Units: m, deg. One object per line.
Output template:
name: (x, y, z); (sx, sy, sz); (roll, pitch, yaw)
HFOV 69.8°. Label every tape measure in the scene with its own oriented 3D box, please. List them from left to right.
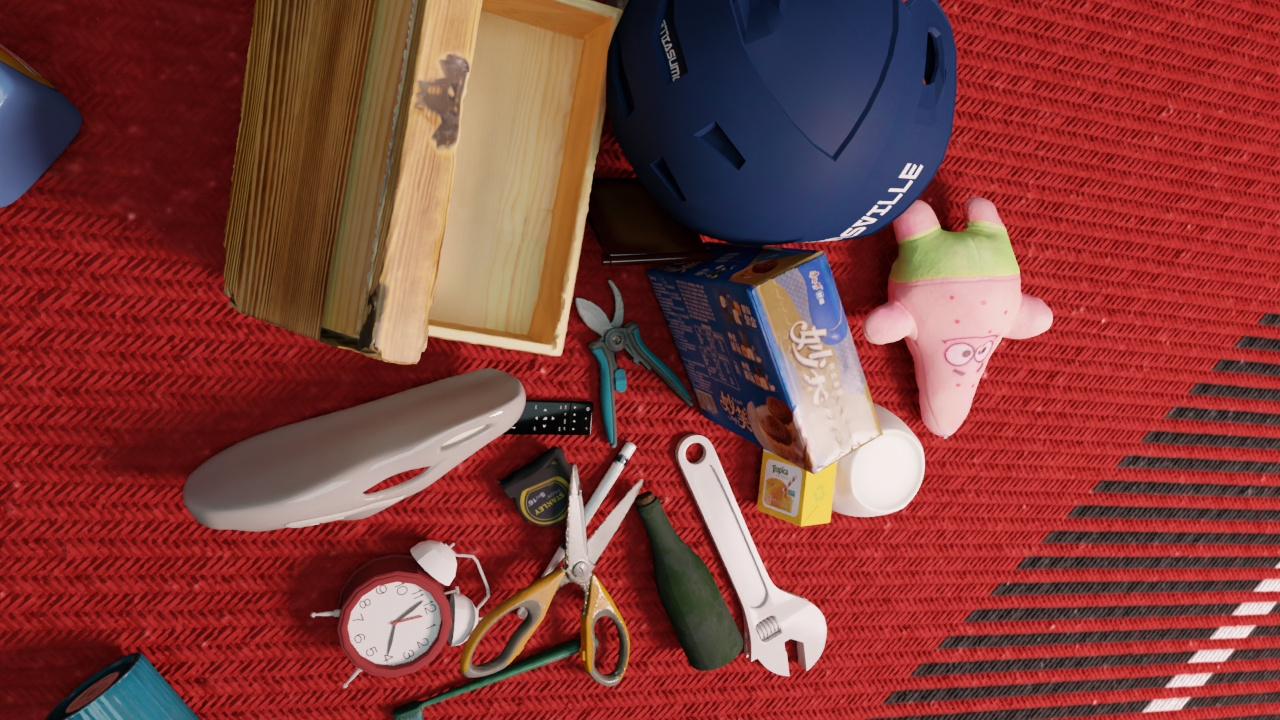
tape measure: (-0.083, 0.114, 0.806); (0.061, 0.034, 0.061); (-30, 102, 0)

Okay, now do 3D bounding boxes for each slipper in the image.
slipper: (-0.213, 0.087, 0.729); (0.265, 0.113, 0.081); (-21, 123, -14)

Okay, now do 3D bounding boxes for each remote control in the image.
remote control: (-0.110, 0.050, 0.801); (0.140, 0.009, 0.030); (2, 97, -19)

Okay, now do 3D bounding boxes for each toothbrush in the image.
toothbrush: (-0.127, 0.287, 0.824); (0.189, 0.016, 0.017); (-17, 100, -15)
toothbrush: (-0.056, 0.155, 0.830); (0.186, 0.017, 0.012); (-58, 141, -4)

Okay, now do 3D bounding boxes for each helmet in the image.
helmet: (0.081, -0.218, 0.676); (0.222, 0.233, 0.272); (2, 74, -38)

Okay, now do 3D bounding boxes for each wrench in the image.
wrench: (0.107, 0.188, 0.889); (0.086, 0.018, 0.273); (-26, 103, -14)

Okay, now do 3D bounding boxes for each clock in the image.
clock: (-0.197, 0.209, 0.773); (0.137, 0.048, 0.096); (-22, 103, -13)

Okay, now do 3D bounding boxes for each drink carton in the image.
drink carton: (0.150, 0.087, 0.861); (0.040, 0.059, 0.122); (1, 97, -37)

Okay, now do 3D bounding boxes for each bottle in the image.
bottle: (0.038, 0.200, 0.848); (0.055, 0.055, 0.174); (-27, 101, -13)

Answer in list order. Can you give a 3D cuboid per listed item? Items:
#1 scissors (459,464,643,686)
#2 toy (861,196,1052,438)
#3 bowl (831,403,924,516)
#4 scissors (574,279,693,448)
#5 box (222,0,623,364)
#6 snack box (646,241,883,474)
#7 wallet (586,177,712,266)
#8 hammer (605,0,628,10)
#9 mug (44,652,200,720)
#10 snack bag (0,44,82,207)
scissors: (-0.070, 0.201, 0.800); (0.216, 0.016, 0.225); (-14, 109, -25)
toy: (0.299, -0.037, 0.884); (0.192, 0.097, 0.237); (-5, 107, -10)
bowl: (0.222, 0.100, 0.888); (0.116, 0.066, 0.116); (-3, 99, -18)
scissors: (-0.006, 0.006, 0.825); (0.124, 0.019, 0.154); (5, 97, -20)
box: (-0.150, -0.149, 0.602); (0.283, 0.324, 0.279); (9, 96, -18)
snack box: (0.094, -0.012, 0.755); (0.069, 0.203, 0.155); (-26, 107, -14)
wallet: (-0.001, -0.116, 0.764); (0.091, 0.115, 0.018); (-5, 132, -18)
hammer: (-0.126, -0.349, 0.727); (0.300, 0.037, 0.158); (-3, 98, -18)
mug: (-0.401, 0.297, 0.706); (0.114, 0.083, 0.107); (-26, 106, 15)
snack bag: (-0.481, -0.195, 0.566); (0.205, 0.159, 0.102); (41, 84, -17)
